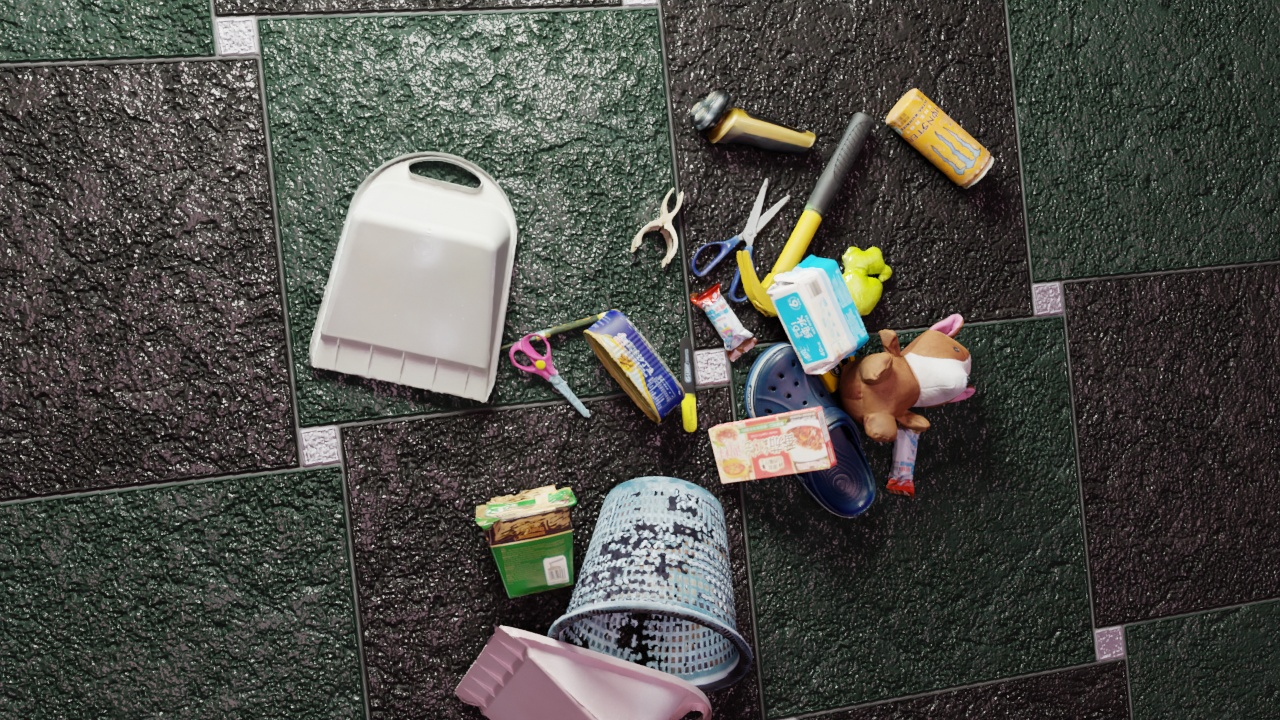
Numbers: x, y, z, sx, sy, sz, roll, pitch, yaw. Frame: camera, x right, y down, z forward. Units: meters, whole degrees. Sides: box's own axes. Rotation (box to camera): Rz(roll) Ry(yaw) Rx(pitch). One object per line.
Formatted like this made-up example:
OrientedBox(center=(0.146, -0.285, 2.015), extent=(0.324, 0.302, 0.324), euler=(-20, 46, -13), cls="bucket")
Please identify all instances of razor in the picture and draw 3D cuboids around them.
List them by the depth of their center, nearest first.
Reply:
OrientedBox(center=(0.148, -0.303, 1.189), extent=(0.167, 0.062, 0.068), euler=(11, 117, -15), cls="razor")

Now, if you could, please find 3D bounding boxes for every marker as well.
OrientedBox(center=(0.061, 0.031, 1.188), extent=(0.018, 0.015, 0.124), euler=(-3, 89, -14), cls="marker")

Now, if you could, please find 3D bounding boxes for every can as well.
OrientedBox(center=(-0.007, 0.007, 1.146), extent=(0.049, 0.075, 0.148), euler=(-40, 97, -12), cls="can")
OrientedBox(center=(0.402, -0.298, 1.233), extent=(0.146, 0.058, 0.058), euler=(38, 83, -8), cls="can")

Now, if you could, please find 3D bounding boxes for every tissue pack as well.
OrientedBox(center=(0.222, -0.057, 1.150), extent=(0.089, 0.063, 0.140), euler=(-30, 96, -38), cls="tissue pack")

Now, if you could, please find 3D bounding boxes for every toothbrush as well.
OrientedBox(center=(-0.118, -0.037, 1.157), extent=(0.185, 0.012, 0.017), euler=(-16, 82, -10), cls="toothbrush")

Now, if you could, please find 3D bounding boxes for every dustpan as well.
OrientedBox(center=(-0.062, 0.393, 1.089), extent=(0.273, 0.223, 0.138), euler=(41, 47, 5), cls="dustpan")
OrientedBox(center=(-0.263, -0.113, 1.124), extent=(0.222, 0.142, 0.258), euler=(12, 114, -8), cls="dustpan")

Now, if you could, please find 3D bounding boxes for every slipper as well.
OrientedBox(center=(0.224, 0.099, 1.181), extent=(0.105, 0.095, 0.253), euler=(-33, 99, -12), cls="slipper")

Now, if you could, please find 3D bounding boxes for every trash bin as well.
OrientedBox(center=(0.019, 0.254, 1.071), extent=(0.226, 0.227, 0.194), euler=(17, 48, -10), cls="trash bin")

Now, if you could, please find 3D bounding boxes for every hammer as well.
OrientedBox(center=(0.228, -0.194, 1.208), extent=(0.128, 0.033, 0.300), euler=(32, 82, -20), cls="hammer")

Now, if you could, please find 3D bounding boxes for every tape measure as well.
OrientedBox(center=(0.255, 0.004, 1.218), extent=(0.057, 0.029, 0.060), euler=(-39, 113, -12), cls="tape measure")

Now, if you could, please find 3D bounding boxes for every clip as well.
OrientedBox(center=(0.036, -0.163, 1.177), extent=(0.102, 0.035, 0.094), euler=(-43, 93, -16), cls="clip")

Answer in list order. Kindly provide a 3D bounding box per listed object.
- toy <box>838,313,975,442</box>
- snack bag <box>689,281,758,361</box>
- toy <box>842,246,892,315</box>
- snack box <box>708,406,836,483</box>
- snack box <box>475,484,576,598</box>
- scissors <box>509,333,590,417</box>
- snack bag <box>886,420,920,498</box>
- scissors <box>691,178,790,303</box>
OrientedBox(center=(0.359, 0.022, 1.190), extent=(0.199, 0.131, 0.140), euler=(-16, 109, -30), cls="toy")
OrientedBox(center=(0.108, -0.053, 1.191), extent=(0.045, 0.026, 0.105), euler=(-34, 99, 5), cls="snack bag")
OrientedBox(center=(0.293, -0.102, 1.225), extent=(0.096, 0.031, 0.100), euler=(-2, 89, -13), cls="toy")
OrientedBox(center=(0.164, 0.108, 1.153), extent=(0.153, 0.025, 0.075), euler=(-13, 92, 33), cls="snack box")
OrientedBox(center=(-0.129, 0.219, 1.102), extent=(0.118, 0.117, 0.105), euler=(-12, 96, -8), cls="snack box")
OrientedBox(center=(-0.108, 0.024, 1.153), extent=(0.054, 0.017, 0.133), euler=(-39, 104, 8), cls="scissors")
OrientedBox(center=(0.357, 0.131, 1.238), extent=(0.048, 0.026, 0.104), euler=(12, 88, -22), cls="snack bag")
OrientedBox(center=(0.141, -0.152, 1.206), extent=(0.166, 0.012, 0.155), euler=(-22, 93, -10), cls="scissors")
